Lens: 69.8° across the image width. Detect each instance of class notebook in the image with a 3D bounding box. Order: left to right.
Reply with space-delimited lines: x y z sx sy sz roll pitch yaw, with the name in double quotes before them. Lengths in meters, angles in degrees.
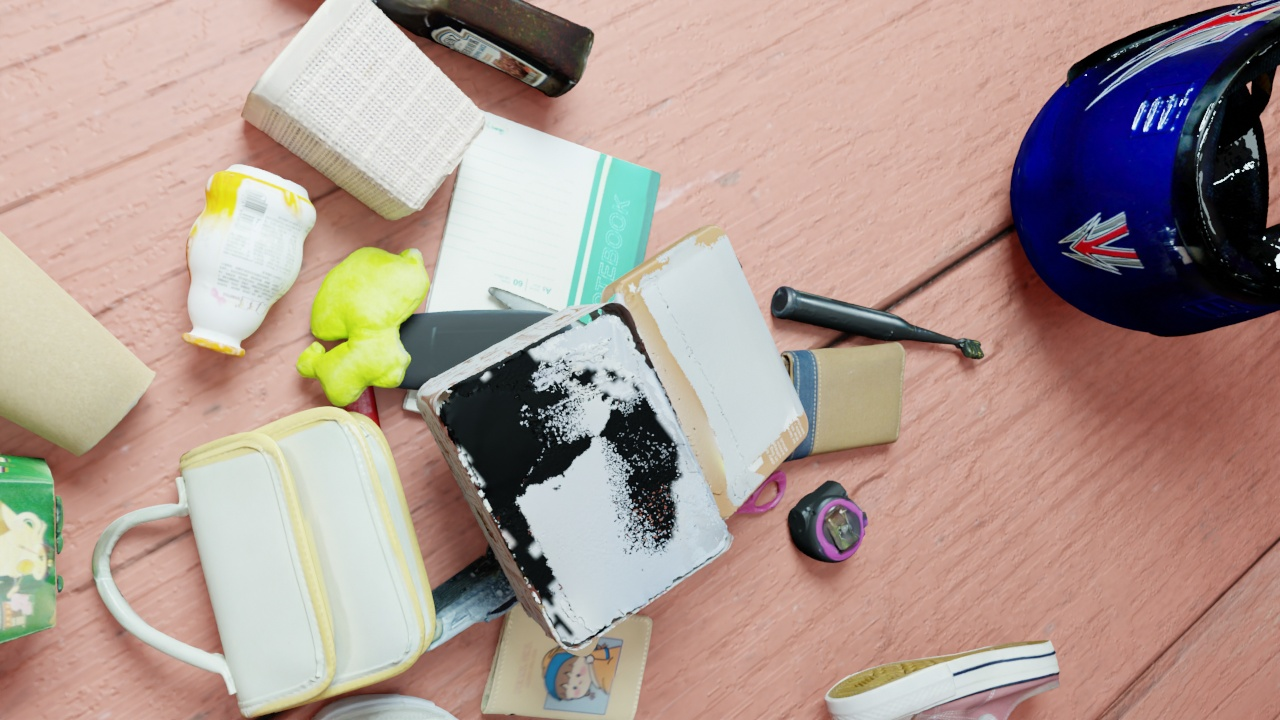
"notebook" -0.071 -0.053 0.646 0.150 0.012 0.209 13 86 -25

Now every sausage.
"sausage" -0.175 0.070 0.599 0.020 0.020 0.156 -12 96 -23

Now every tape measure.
"tape measure" 0.151 0.133 0.735 0.057 0.039 0.058 -32 104 -20

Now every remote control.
"remote control" -0.108 -0.007 0.602 0.136 0.024 0.053 -3 89 -15

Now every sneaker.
"sneaker" -0.102 0.286 0.600 0.242 0.091 0.089 22 82 -22
"sneaker" 0.261 0.289 0.758 0.240 0.119 0.087 1 71 -29

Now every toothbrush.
"toothbrush" 0.203 -0.027 0.760 0.212 0.027 0.026 11 132 -24

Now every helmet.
"helmet" 0.458 -0.159 0.747 0.315 0.240 0.247 -27 102 -9

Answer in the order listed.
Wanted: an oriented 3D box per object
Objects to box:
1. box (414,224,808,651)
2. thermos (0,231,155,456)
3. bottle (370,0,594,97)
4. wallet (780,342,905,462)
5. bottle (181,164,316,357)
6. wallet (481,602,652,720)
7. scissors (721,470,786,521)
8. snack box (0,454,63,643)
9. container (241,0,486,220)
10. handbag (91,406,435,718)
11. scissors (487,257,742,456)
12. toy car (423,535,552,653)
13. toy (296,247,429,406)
"box" 0.006 0.034 0.597 0.259 0.110 0.179 -29 102 -21
"thermos" -0.340 -0.016 0.489 0.143 0.093 0.093 45 74 -27
"bottle" -0.129 -0.224 0.576 0.194 0.080 0.044 19 89 -22
"wallet" 0.160 0.031 0.738 0.115 0.033 0.090 -6 103 -24
"bottle" -0.236 -0.058 0.543 0.063 0.063 0.108 19 84 -24
"wallet" -0.050 0.215 0.659 0.115 0.024 0.087 15 91 -23
"scissors" 0.062 0.125 0.711 0.137 0.017 0.073 -48 118 -11
"snack box" -0.364 0.098 0.475 0.105 0.118 0.118 0 94 -36
"container" -0.165 -0.150 0.559 0.111 0.090 0.090 40 76 -23
"handbag" -0.224 0.124 0.536 0.178 0.063 0.163 -17 83 -8
"scissors" -0.002 -0.003 0.664 0.221 0.022 0.234 47 73 -15
"toy car" -0.113 0.158 0.610 0.120 0.054 0.037 -30 101 -20
"toy" -0.174 -0.026 0.574 0.097 0.031 0.100 -22 70 2
